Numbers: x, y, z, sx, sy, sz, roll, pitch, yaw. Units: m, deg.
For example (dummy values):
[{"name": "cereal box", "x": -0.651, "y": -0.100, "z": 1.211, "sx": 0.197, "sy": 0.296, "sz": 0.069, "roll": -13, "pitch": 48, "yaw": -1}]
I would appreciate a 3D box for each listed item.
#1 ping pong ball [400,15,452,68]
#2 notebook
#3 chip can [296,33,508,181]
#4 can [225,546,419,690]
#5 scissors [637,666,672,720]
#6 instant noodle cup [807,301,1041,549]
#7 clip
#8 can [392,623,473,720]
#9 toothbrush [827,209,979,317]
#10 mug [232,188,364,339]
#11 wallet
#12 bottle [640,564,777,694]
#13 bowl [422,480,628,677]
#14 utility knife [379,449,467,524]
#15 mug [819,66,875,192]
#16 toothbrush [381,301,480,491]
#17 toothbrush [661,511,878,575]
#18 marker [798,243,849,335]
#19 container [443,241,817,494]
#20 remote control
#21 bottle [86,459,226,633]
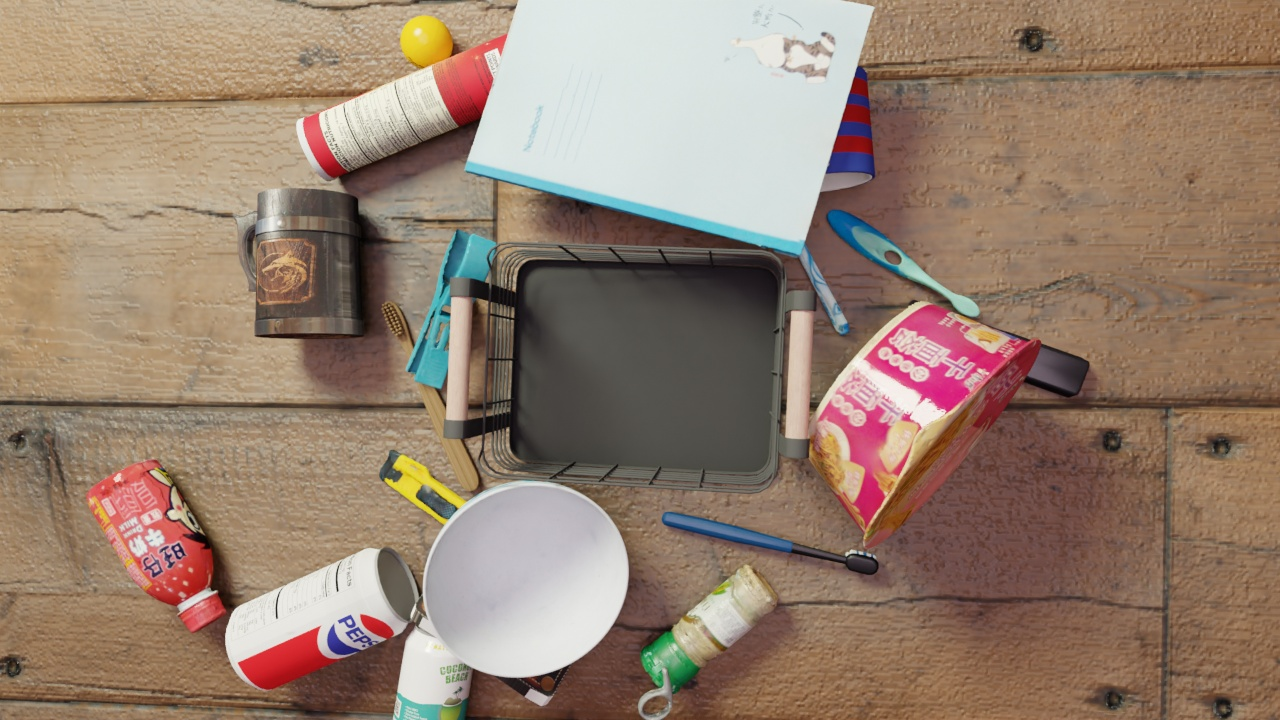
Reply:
[{"name": "ping pong ball", "x": -0.167, "y": -0.248, "z": 0.718, "sx": 0.040, "sy": 0.040, "sz": 0.040, "roll": 0, "pitch": 90, "yaw": 5}, {"name": "notebook", "x": 0.016, "y": -0.188, "z": 0.648, "sx": 0.253, "sy": 0.009, "sz": 0.181, "roll": 16, "pitch": 87, "yaw": 12}, {"name": "chip can", "x": -0.156, "y": -0.203, "z": 0.711, "sx": 0.215, "sy": 0.051, "sz": 0.052, "roll": -21, "pitch": 88, "yaw": 5}, {"name": "can", "x": -0.246, "y": 0.199, "z": 0.712, "sx": 0.132, "sy": 0.070, "sz": 0.070, "roll": -25, "pitch": 88, "yaw": 5}, {"name": "scissors", "x": -0.007, "y": 0.299, "z": 0.697, "sx": 0.141, "sy": 0.014, "sz": 0.162, "roll": -10, "pitch": 116, "yaw": -6}, {"name": "instant noodle cup", "x": 0.183, "y": 0.036, "z": 0.628, "sx": 0.078, "sy": 0.178, "sz": 0.179, "roll": 42, "pitch": 94, "yaw": 25}, {"name": "clip", "x": -0.151, "y": -0.051, "z": 0.718, "sx": 0.031, "sy": 0.121, "sz": 0.130, "roll": 18, "pitch": 115, "yaw": -29}, {"name": "can", "x": -0.160, "y": 0.256, "z": 0.712, "sx": 0.055, "sy": 0.055, "sz": 0.101, "roll": 10, "pitch": 91, "yaw": 5}, {"name": "toothbrush", "x": 0.197, "y": -0.073, "z": 0.693, "sx": 0.135, "sy": 0.017, "sz": 0.022, "roll": 37, "pitch": 95, "yaw": 12}, {"name": "mug", "x": -0.272, "y": -0.072, "z": 0.715, "sx": 0.116, "sy": 0.080, "sz": 0.107, "roll": -1, "pitch": 89, "yaw": 22}, {"name": "wallet", "x": -0.106, "y": 0.202, "z": 0.702, "sx": 0.123, "sy": 0.072, "sz": 0.020, "roll": 33, "pitch": 132, "yaw": 4}, {"name": "bottle", "x": 0.052, "y": 0.204, "z": 0.697, "sx": 0.111, "sy": 0.043, "sz": 0.043, "roll": -41, "pitch": 86, "yaw": 4}, {"name": "bowl", "x": -0.087, "y": 0.148, "z": 0.674, "sx": 0.144, "sy": 0.074, "sz": 0.144, "roll": -3, "pitch": 102, "yaw": -14}, {"name": "utility knife", "x": -0.139, "y": 0.126, "z": 0.731, "sx": 0.165, "sy": 0.017, "sz": 0.030, "roll": 34, "pitch": 102, "yaw": 2}, {"name": "mug", "x": 0.112, "y": -0.166, "z": 0.671, "sx": 0.112, "sy": 0.075, "sz": 0.076, "roll": -5, "pitch": 90, "yaw": 1}, {"name": "toothbrush", "x": -0.168, "y": 0.028, "z": 0.731, "sx": 0.016, "sy": 0.016, "sz": 0.167, "roll": -26, "pitch": 88, "yaw": 3}, {"name": "toothbrush", "x": 0.098, "y": 0.139, "z": 0.705, "sx": 0.168, "sy": 0.014, "sz": 0.014, "roll": 12, "pitch": 102, "yaw": 9}, {"name": "marker", "x": 0.125, "y": -0.083, "z": 0.703, "sx": 0.013, "sy": 0.013, "sz": 0.142, "roll": -28, "pitch": 88, "yaw": 5}, {"name": "container", "x": -0.004, "y": 0.004, "z": 0.657, "sx": 0.241, "sy": 0.130, "sz": 0.163, "roll": 3, "pitch": 90, "yaw": 6}, {"name": "remote control", "x": 0.264, "y": -0.009, "z": 0.688, "sx": 0.136, "sy": 0.015, "sz": 0.032, "roll": 20, "pitch": 92, "yaw": 5}, {"name": "bottle", "x": -0.378, "y": 0.151, "z": 0.730, "sx": 0.062, "sy": 0.062, "sz": 0.137, "roll": -33, "pitch": 88, "yaw": 5}]
